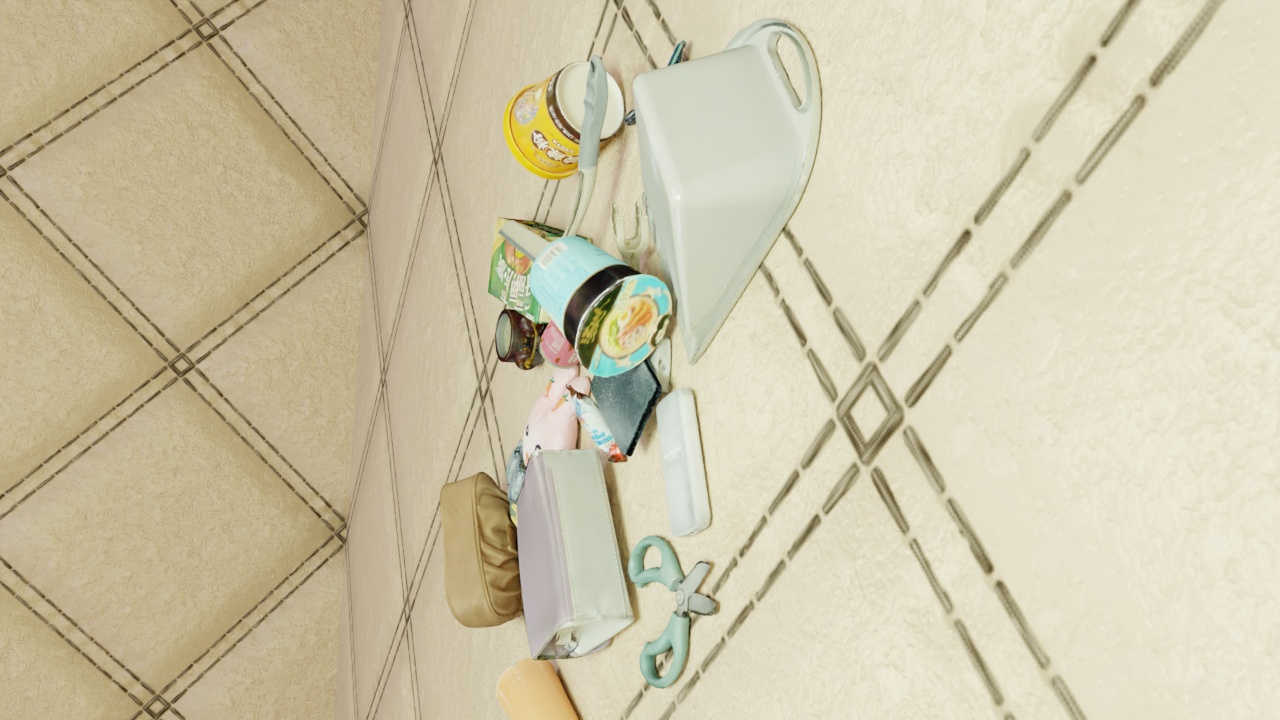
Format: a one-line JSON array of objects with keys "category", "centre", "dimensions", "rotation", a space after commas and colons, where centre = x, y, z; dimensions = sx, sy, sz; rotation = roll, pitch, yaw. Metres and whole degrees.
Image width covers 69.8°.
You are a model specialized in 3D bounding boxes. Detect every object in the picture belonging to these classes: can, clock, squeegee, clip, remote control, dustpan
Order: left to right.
[{"category": "clock", "centre": [-0.162, -0.031, 1.274], "dimensions": [0.122, 0.055, 0.082], "rotation": [27, 111, 61]}, {"category": "can", "centre": [-0.071, -0.051, 1.079], "dimensions": [0.148, 0.057, 0.057], "rotation": [126, 140, -49]}, {"category": "squeegee", "centre": [-0.065, -0.209, 1.009], "dimensions": [0.246, 0.039, 0.247], "rotation": [40, 123, 44]}, {"category": "clip", "centre": [-0.010, -0.114, 0.958], "dimensions": [0.089, 0.035, 0.104], "rotation": [-138, 45, -77]}, {"category": "remote control", "centre": [-0.006, 0.006, 0.975], "dimensions": [0.135, 0.019, 0.056], "rotation": [176, 97, -65]}, {"category": "remote control", "centre": [0.040, 0.096, 0.863], "dimensions": [0.056, 0.020, 0.135], "rotation": [136, 132, -57]}, {"category": "dustpan", "centre": [0.080, -0.166, 0.832], "dimensions": [0.258, 0.142, 0.222], "rotation": [78, 178, -56]}]

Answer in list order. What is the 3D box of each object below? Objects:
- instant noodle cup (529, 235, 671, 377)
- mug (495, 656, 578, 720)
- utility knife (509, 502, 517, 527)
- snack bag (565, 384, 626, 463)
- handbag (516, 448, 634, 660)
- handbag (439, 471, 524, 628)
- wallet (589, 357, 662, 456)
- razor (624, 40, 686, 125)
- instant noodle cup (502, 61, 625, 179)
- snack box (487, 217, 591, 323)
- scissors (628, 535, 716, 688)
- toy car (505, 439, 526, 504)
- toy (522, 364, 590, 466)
[{"category": "instant noodle cup", "centre": [-0.047, -0.061, 0.903], "dimensions": [0.120, 0.111, 0.111], "rotation": [42, 126, 39]}, {"category": "mug", "centre": [-0.115, 0.420, 1.088], "dimensions": [0.123, 0.078, 0.078], "rotation": [36, 119, 56]}, {"category": "utility knife", "centre": [-0.135, 0.218, 1.162], "dimensions": [0.175, 0.019, 0.031], "rotation": [24, 114, 56]}, {"category": "snack bag", "centre": [-0.049, 0.068, 1.007], "dimensions": [0.105, 0.026, 0.045], "rotation": [57, 170, -10]}, {"category": "handbag", "centre": [-0.080, 0.215, 1.012], "dimensions": [0.145, 0.098, 0.196], "rotation": [-51, 43, 49]}, {"category": "handbag", "centre": [-0.205, 0.258, 1.251], "dimensions": [0.148, 0.100, 0.204], "rotation": [48, -153, -59]}, {"category": "wallet", "centre": [-0.017, 0.026, 0.951], "dimensions": [0.120, 0.019, 0.097], "rotation": [62, 140, 45]}, {"category": "razor", "centre": [0.016, -0.282, 0.972], "dimensions": [0.042, 0.022, 0.143], "rotation": [-66, 15, -22]}, {"category": "instant noodle cup", "centre": [-0.086, -0.289, 1.090], "dimensions": [0.115, 0.118, 0.118], "rotation": [-14, 73, 55]}, {"category": "snack box", "centre": [-0.140, -0.124, 1.232], "dimensions": [0.240, 0.063, 0.114], "rotation": [-150, 65, -62]}, {"category": "scissors", "centre": [0.028, 0.247, 0.871], "dimensions": [0.175, 0.019, 0.176], "rotation": [-2, 84, 64]}, {"category": "toy car", "centre": [-0.162, 0.148, 1.238], "dimensions": [0.120, 0.037, 0.054], "rotation": [-97, 26, -70]}, {"category": "toy", "centre": [-0.107, 0.079, 1.150], "dimensions": [0.121, 0.054, 0.160], "rotation": [46, 119, 58]}]
